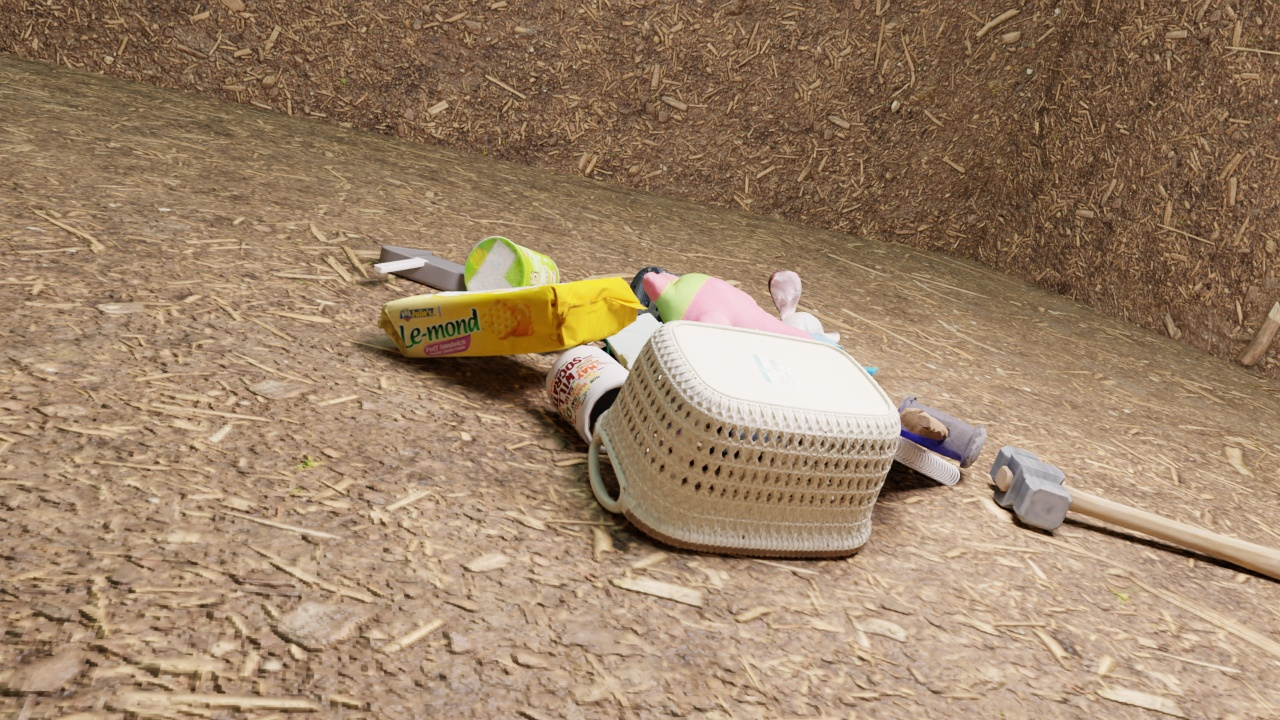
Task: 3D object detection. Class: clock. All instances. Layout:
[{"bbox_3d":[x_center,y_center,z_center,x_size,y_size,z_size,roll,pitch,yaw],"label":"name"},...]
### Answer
[{"bbox_3d":[0.032,-0.085,1.315,0.052,0.090,0.129,9,13,-37],"label":"clock"}]

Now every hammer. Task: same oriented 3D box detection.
[{"bbox_3d":[0.537,0.173,0.970,0.323,0.051,0.117,18,16,1],"label":"hammer"},{"bbox_3d":[0.286,0.066,0.912,0.098,0.052,0.328,25,3,23],"label":"hammer"}]

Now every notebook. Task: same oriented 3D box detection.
[{"bbox_3d":[0.224,0.071,0.964,0.172,0.022,0.209,27,2,41],"label":"notebook"}]

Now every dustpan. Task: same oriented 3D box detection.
[{"bbox_3d":[-0.291,-0.128,1.277,0.163,0.033,0.257,19,17,16],"label":"dustpan"}]

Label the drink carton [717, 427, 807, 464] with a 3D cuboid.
[{"bbox_3d":[0.123,0.062,0.929,0.130,0.040,0.064,27,17,-9],"label":"drink carton"}]

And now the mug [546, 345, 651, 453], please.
[{"bbox_3d":[-0.026,0.037,0.880,0.105,0.073,0.089,5,19,-30],"label":"mug"}]

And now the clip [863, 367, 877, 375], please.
[{"bbox_3d":[0.241,0.010,1.177,0.127,0.113,0.028,8,9,28],"label":"clip"}]

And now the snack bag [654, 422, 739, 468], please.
[{"bbox_3d":[0.074,0.075,0.939,0.075,0.018,0.155,24,18,24],"label":"snack bag"}]

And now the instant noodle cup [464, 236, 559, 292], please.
[{"bbox_3d":[-0.168,-0.114,1.246,0.099,0.099,0.107,22,10,25],"label":"instant noodle cup"}]

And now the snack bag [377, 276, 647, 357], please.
[{"bbox_3d":[-0.135,-0.044,0.963,0.248,0.068,0.159,-2,5,26],"label":"snack bag"}]

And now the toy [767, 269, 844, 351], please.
[{"bbox_3d":[0.241,-0.023,1.295,0.105,0.131,0.205,27,14,-51],"label":"toy"}]

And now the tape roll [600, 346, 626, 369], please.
[{"bbox_3d":[-0.007,0.007,1.103,0.091,0.016,0.093,15,16,2],"label":"tape roll"}]

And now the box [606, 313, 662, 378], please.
[{"bbox_3d":[0.036,0.007,1.044,0.125,0.075,0.197,28,11,-24],"label":"box"}]

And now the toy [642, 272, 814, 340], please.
[{"bbox_3d":[0.112,-0.050,1.181,0.237,0.097,0.191,24,16,13],"label":"toy"}]

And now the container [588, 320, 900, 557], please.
[{"bbox_3d":[0.093,0.064,0.772,0.246,0.143,0.184,6,30,-24],"label":"container"}]

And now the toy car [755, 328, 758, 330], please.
[{"bbox_3d":[0.136,0.011,1.061,0.055,0.056,0.153,-15,-17,8],"label":"toy car"}]

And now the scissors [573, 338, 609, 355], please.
[{"bbox_3d":[-0.106,-0.033,1.078,0.204,0.015,0.201,0,30,6],"label":"scissors"}]

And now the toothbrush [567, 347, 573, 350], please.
[{"bbox_3d":[-0.057,0.010,1.049,0.021,0.016,0.135,10,16,-31],"label":"toothbrush"}]
